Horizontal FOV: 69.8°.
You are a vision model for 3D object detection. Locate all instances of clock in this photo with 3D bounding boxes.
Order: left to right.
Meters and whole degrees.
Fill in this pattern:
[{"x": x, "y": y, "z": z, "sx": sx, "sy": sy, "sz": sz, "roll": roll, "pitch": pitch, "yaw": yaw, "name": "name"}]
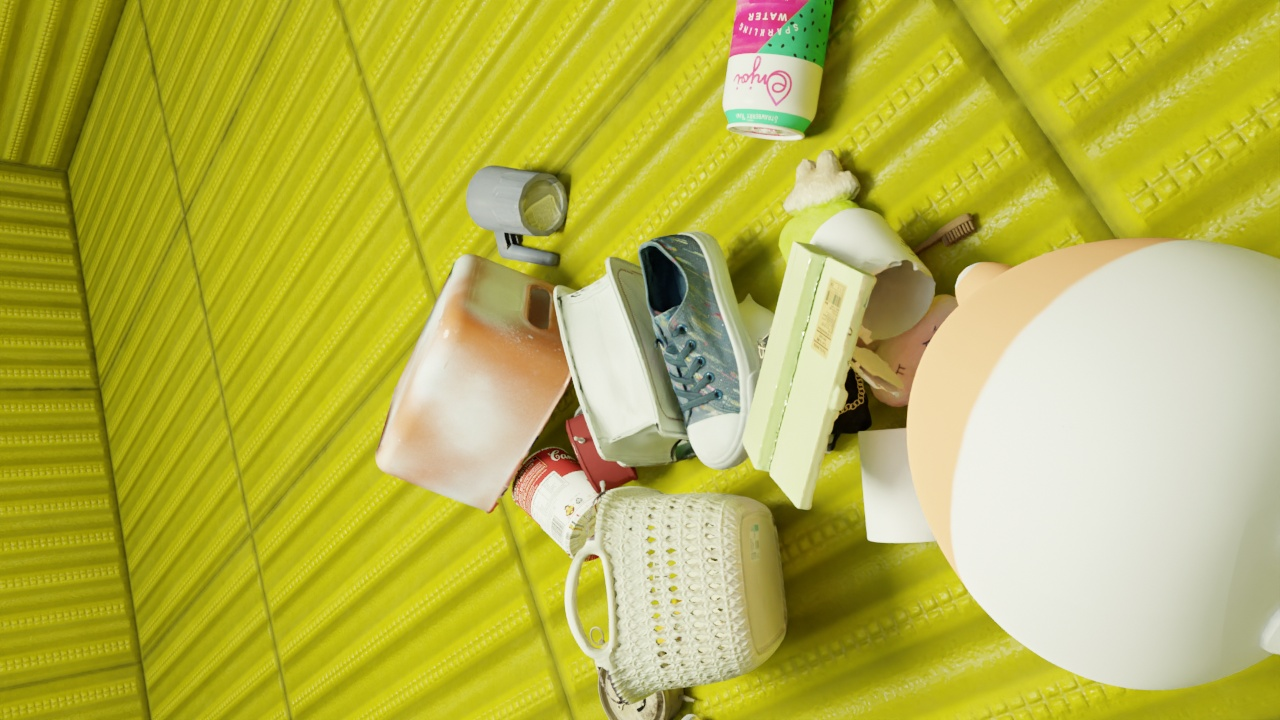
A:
[{"x": -0.042, "y": 0.095, "z": 1.009, "sx": 0.048, "sy": 0.137, "sz": 0.096, "roll": -25, "pitch": 98, "yaw": 0, "name": "clock"}, {"x": -0.007, "y": 0.346, "z": 1.008, "sx": 0.141, "sy": 0.054, "sz": 0.093, "roll": 42, "pitch": 118, "yaw": 29, "name": "clock"}]

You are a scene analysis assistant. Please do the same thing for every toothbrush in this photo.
[{"x": 0.221, "y": -0.079, "z": 0.809, "sx": 0.167, "sy": 0.016, "sz": 0.016, "roll": -35, "pitch": 65, "yaw": 39, "name": "toothbrush"}]

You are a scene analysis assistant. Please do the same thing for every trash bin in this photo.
[{"x": -0.193, "y": 0.023, "z": 1.083, "sx": 0.260, "sy": 0.157, "sz": 0.181, "roll": -56, "pitch": 21, "yaw": 30, "name": "trash bin"}]

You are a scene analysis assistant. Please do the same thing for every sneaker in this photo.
[{"x": 0.051, "y": -0.014, "z": 0.861, "sx": 0.088, "sy": 0.079, "sz": 0.235, "roll": -22, "pitch": 74, "yaw": 44, "name": "sneaker"}]

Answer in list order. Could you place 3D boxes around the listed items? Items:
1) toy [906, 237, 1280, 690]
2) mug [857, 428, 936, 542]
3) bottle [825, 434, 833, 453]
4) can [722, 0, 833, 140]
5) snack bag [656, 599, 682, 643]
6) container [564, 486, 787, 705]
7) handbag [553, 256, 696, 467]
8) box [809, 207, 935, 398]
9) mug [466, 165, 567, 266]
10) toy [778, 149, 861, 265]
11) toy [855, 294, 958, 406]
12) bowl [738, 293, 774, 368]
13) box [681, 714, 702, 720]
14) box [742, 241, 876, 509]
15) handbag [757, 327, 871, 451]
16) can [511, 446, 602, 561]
[{"x": 0.297, "y": 0.049, "z": 0.567, "sx": 0.280, "sy": 0.265, "sz": 0.263, "roll": -133, "pitch": 25, "yaw": -56, "name": "toy"}, {"x": 0.229, "y": 0.099, "z": 0.745, "sx": 0.111, "sy": 0.073, "sz": 0.090, "roll": 163, "pitch": 104, "yaw": -68, "name": "mug"}, {"x": 0.154, "y": 0.019, "z": 0.856, "sx": 0.044, "sy": 0.044, "sz": 0.136, "roll": -9, "pitch": 83, "yaw": 45, "name": "bottle"}, {"x": 0.129, "y": -0.295, "z": 0.855, "sx": 0.088, "sy": 0.088, "sz": 0.166, "roll": 15, "pitch": 100, "yaw": 45, "name": "can"}, {"x": 0.045, "y": 0.267, "z": 0.975, "sx": 0.020, "sy": 0.026, "sz": 0.099, "roll": 51, "pitch": 125, "yaw": 41, "name": "snack bag"}, {"x": 0.044, "y": 0.200, "z": 0.827, "sx": 0.143, "sy": 0.251, "sz": 0.184, "roll": -10, "pitch": 79, "yaw": 16, "name": "container"}, {"x": -0.006, "y": 0.006, "z": 0.951, "sx": 0.096, "sy": 0.141, "sz": 0.198, "roll": -27, "pitch": 68, "yaw": 25, "name": "handbag"}, {"x": 0.191, "y": -0.049, "z": 0.738, "sx": 0.095, "sy": 0.084, "sz": 0.165, "roll": -45, "pitch": 33, "yaw": 17, "name": "box"}, {"x": -0.151, "y": -0.181, "z": 1.156, "sx": 0.104, "sy": 0.083, "sz": 0.124, "roll": 16, "pitch": 124, "yaw": 43, "name": "mug"}, {"x": 0.167, "y": -0.134, "z": 0.847, "sx": 0.092, "sy": 0.043, "sz": 0.117, "roll": -14, "pitch": 76, "yaw": 47, "name": "toy"}, {"x": 0.226, "y": -0.019, "z": 0.781, "sx": 0.108, "sy": 0.053, "sz": 0.105, "roll": -58, "pitch": 40, "yaw": 20, "name": "toy"}, {"x": 0.090, "y": -0.001, "z": 0.916, "sx": 0.115, "sy": 0.050, "sz": 0.114, "roll": -1, "pitch": 88, "yaw": 46, "name": "bowl"}, {"x": 0.042, "y": 0.480, "z": 0.966, "sx": 0.128, "sy": 0.045, "sz": 0.210, "roll": 48, "pitch": 121, "yaw": 34, "name": "box"}, {"x": 0.127, "y": 0.007, "z": 0.726, "sx": 0.138, "sy": 0.030, "sz": 0.187, "roll": -115, "pitch": 36, "yaw": -69, "name": "box"}, {"x": 0.155, "y": 0.017, "z": 0.812, "sx": 0.079, "sy": 0.054, "sz": 0.128, "roll": -18, "pitch": 88, "yaw": 10, "name": "handbag"}, {"x": -0.082, "y": 0.166, "z": 1.064, "sx": 0.116, "sy": 0.086, "sz": 0.087, "roll": 34, "pitch": 113, "yaw": 41, "name": "can"}]
